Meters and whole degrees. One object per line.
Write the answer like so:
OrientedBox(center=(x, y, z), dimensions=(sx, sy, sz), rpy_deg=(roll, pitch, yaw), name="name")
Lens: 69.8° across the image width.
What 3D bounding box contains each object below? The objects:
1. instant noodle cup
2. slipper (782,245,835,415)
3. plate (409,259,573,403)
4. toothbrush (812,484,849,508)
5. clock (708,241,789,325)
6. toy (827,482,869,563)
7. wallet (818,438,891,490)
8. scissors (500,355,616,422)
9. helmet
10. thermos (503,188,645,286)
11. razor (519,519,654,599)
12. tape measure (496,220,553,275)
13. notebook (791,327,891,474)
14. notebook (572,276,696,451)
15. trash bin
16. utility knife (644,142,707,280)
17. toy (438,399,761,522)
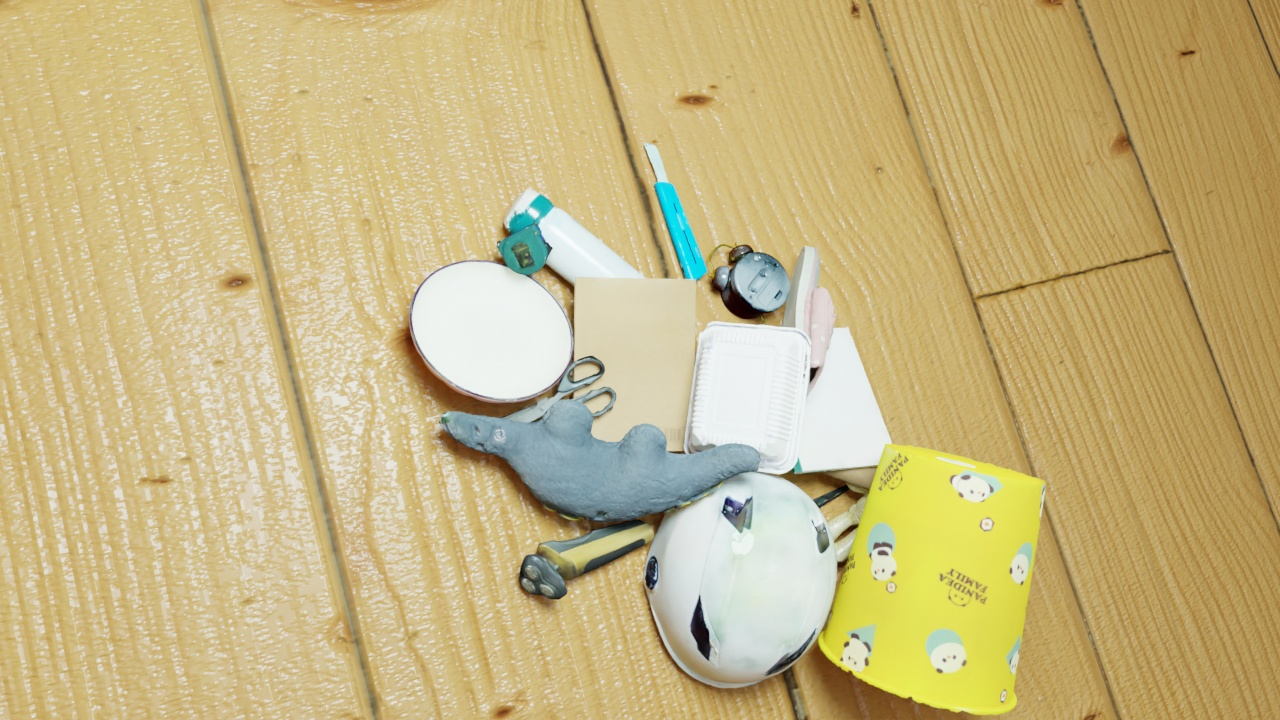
OrientedBox(center=(0.121, 0.039, 1.068), dimensions=(0.138, 0.060, 0.173), rpy_deg=(6, 84, 18), name="instant noodle cup")
OrientedBox(center=(0.217, -0.038, 1.182), dimensions=(0.054, 0.114, 0.273), rpy_deg=(12, 50, 0), name="slipper")
OrientedBox(center=(-0.173, -0.029, 1.057), dimensions=(0.192, 0.039, 0.192), rpy_deg=(14, 53, -19), name="plate")
OrientedBox(center=(0.265, 0.175, 1.221), dimensions=(0.180, 0.018, 0.015), rpy_deg=(-21, 88, -24), name="toothbrush")
OrientedBox(center=(0.142, -0.107, 1.220), dimensions=(0.122, 0.055, 0.081), rpy_deg=(43, 65, -7), name="clock")
OrientedBox(center=(0.295, 0.206, 1.204), dimensions=(0.157, 0.066, 0.105), rpy_deg=(-33, 75, -19), name="toy")
OrientedBox(center=(0.266, 0.117, 1.200), dimensions=(0.115, 0.033, 0.090), rpy_deg=(19, 52, 3), name="wallet")
OrientedBox(center=(-0.115, 0.047, 1.072), dimensions=(0.173, 0.014, 0.142), rpy_deg=(12, 90, -11), name="scissors")
OrientedBox(center=(0.131, 0.247, 1.059), dimensions=(0.229, 0.146, 0.258), rpy_deg=(17, 71, -10), name="helmet")
OrientedBox(center=(-0.068, -0.123, 1.132), dimensions=(0.224, 0.073, 0.073), rpy_deg=(39, 65, -9), name="thermos")
OrientedBox(center=(-0.058, 0.224, 1.054), dimensions=(0.167, 0.062, 0.067), rpy_deg=(-16, 51, -31), name="razor")
OrientedBox(center=(-0.135, -0.129, 1.082), dimensions=(0.058, 0.025, 0.054), rpy_deg=(-26, 105, 15), name="tape measure")
OrientedBox(center=(0.240, 0.047, 1.208), dimensions=(0.150, 0.012, 0.208), rpy_deg=(-3, 60, -18), name="notebook")
OrientedBox(center=(-0.007, 0.006, 1.105), dimensions=(0.149, 0.012, 0.211), rpy_deg=(0, 93, -11), name="notebook")
OrientedBox(center=(0.349, 0.242, 1.077), dimensions=(0.229, 0.230, 0.255), rpy_deg=(11, 93, -20), name="trash bin")
OrientedBox(center=(0.043, -0.199, 1.225), dimensions=(0.034, 0.018, 0.202), rpy_deg=(-16, 82, -25), name="utility knife")
OrientedBox(center=(-0.051, 0.120, 1.038), dimensions=(0.356, 0.138, 0.091), rpy_deg=(10, 37, -3), name="toy")
